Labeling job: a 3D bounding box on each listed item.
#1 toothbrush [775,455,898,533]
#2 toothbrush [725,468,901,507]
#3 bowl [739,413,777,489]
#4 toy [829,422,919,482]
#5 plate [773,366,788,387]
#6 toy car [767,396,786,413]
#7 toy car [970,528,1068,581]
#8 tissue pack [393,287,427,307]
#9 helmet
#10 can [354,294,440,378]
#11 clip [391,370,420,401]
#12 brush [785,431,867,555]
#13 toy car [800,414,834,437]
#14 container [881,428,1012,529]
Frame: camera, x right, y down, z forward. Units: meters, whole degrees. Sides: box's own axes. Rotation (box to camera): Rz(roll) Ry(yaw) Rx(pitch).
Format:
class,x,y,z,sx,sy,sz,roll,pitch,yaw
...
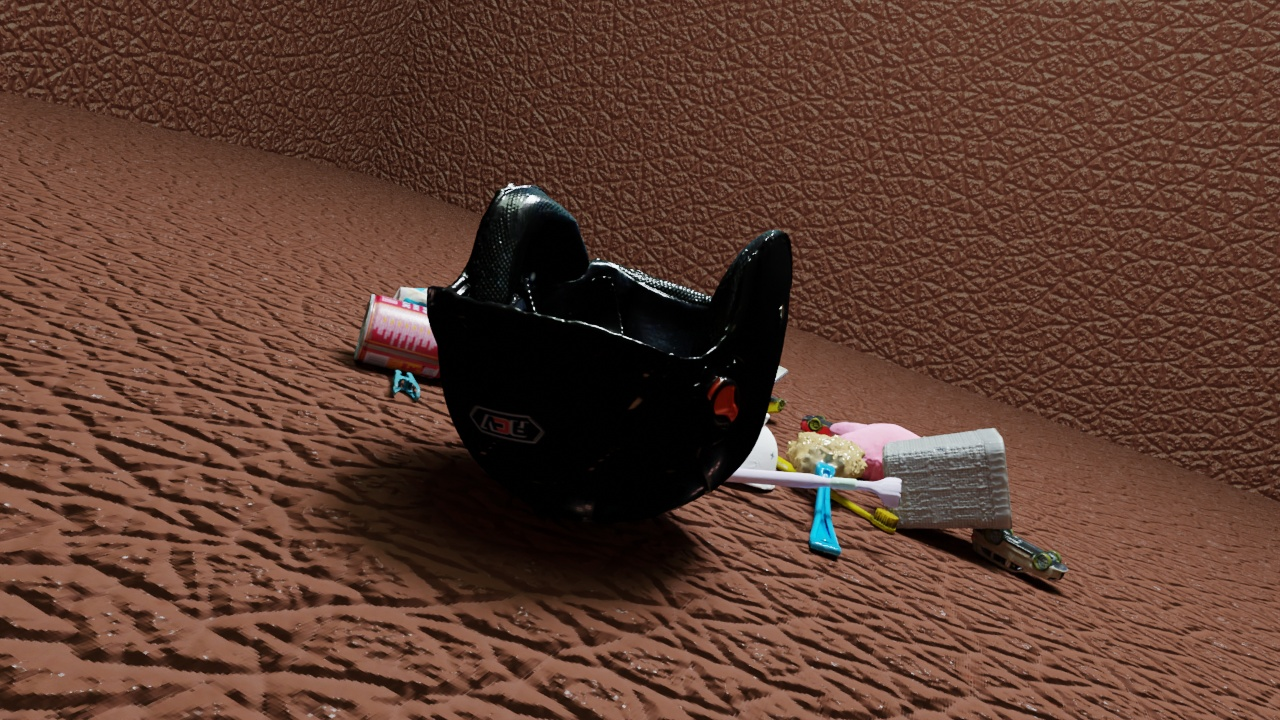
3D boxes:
class,x,y,z,sx,sy,sz,roll,pitch,yaw
toothbrush,0.190,0.130,0.957,0.015,0.016,0.190,8,14,-41
toothbrush,0.137,0.109,0.830,0.189,0.029,0.021,4,-36,16
bowl,0.093,0.073,0.917,0.118,0.065,0.118,23,7,-3
toy,0.285,0.112,1.076,0.178,0.074,0.194,12,8,-21
plate,0.087,0.029,1.163,0.162,0.034,0.265,11,15,20
toy car,0.152,0.060,1.223,0.048,0.032,0.105,18,12,41
toy car,0.372,0.190,0.902,0.090,0.035,0.042,26,14,38
tissue pack,-0.206,-0.040,1.030,0.140,0.063,0.089,22,10,21
helmet,-0.024,0.003,0.643,0.234,0.230,0.274,14,16,30
can,-0.221,-0.021,0.884,0.093,0.066,0.066,15,10,-19
clip,-0.212,0.022,0.823,0.040,0.014,0.056,15,11,-21
brush,0.176,0.124,0.873,0.083,0.046,0.254,16,19,7
toy car,0.264,0.101,1.217,0.106,0.031,0.049,20,10,17
container,0.305,0.121,0.925,0.114,0.090,0.090,-6,2,16
